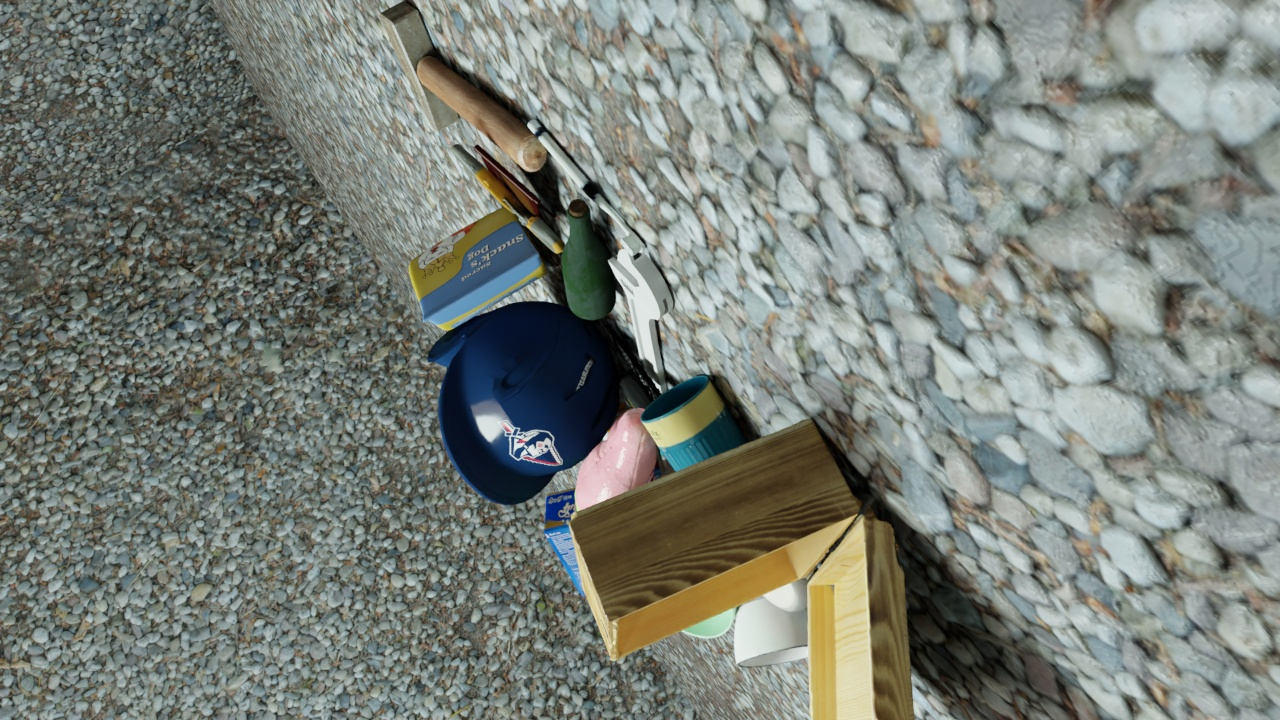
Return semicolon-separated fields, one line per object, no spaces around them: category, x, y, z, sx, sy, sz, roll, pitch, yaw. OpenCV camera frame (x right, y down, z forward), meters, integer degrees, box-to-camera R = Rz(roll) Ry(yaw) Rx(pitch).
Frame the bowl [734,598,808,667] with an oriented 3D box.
bowl;0.165;0.322;1.097;0.116;0.116;0.065;88;173;-63

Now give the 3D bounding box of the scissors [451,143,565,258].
scissors;-0.142;-0.173;1.045;0.216;0.016;0.225;44;179;-18

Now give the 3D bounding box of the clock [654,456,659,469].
clock;0.019;0.162;1.294;0.096;0.048;0.138;38;164;48

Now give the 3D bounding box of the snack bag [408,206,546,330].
snack bag;-0.201;-0.108;1.139;0.102;0.159;0.205;60;178;-18

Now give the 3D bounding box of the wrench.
wrench;0.012;-0.028;0.998;0.086;0.018;0.274;47;164;29

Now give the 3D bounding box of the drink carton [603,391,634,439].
drink carton;-0.019;0.087;1.249;0.122;0.058;0.040;27;148;60

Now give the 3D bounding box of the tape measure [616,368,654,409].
tape measure;-0.005;0.042;1.137;0.061;0.034;0.061;55;-179;-8

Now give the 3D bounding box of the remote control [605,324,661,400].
remote control;-0.006;0.006;1.090;0.140;0.009;0.030;53;169;43

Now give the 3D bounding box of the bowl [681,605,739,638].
bowl;0.070;0.268;1.160;0.151;0.076;0.151;21;129;28

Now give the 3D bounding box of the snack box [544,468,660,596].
snack box;-0.008;0.231;1.240;0.069;0.203;0.155;-92;-15;-49

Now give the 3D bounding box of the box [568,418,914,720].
box;0.129;0.261;0.833;0.280;0.283;0.323;90;155;-64

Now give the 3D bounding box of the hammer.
hammer;-0.191;-0.285;1.037;0.301;0.037;0.158;43;161;39

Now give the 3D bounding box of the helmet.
helmet;-0.141;0.052;1.170;0.224;0.271;0.232;0;141;42

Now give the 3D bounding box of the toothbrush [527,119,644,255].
toothbrush;-0.057;-0.172;0.903;0.187;0.017;0.012;51;150;17

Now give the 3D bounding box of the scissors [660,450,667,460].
scissors;0.042;0.091;1.035;0.154;0.019;0.124;54;-162;27

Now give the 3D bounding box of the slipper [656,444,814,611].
slipper;0.088;0.193;1.067;0.266;0.080;0.113;49;149;23

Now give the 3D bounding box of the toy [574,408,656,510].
toy;-0.023;0.135;1.087;0.237;0.096;0.191;112;160;-46

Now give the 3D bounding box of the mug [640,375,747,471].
mug;0.064;0.076;0.962;0.107;0.083;0.113;55;-166;-11

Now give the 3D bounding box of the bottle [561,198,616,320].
bottle;-0.058;-0.109;0.963;0.055;0.055;0.174;49;164;23

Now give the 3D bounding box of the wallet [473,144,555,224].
wallet;-0.138;-0.192;1.021;0.091;0.018;0.115;42;180;5
